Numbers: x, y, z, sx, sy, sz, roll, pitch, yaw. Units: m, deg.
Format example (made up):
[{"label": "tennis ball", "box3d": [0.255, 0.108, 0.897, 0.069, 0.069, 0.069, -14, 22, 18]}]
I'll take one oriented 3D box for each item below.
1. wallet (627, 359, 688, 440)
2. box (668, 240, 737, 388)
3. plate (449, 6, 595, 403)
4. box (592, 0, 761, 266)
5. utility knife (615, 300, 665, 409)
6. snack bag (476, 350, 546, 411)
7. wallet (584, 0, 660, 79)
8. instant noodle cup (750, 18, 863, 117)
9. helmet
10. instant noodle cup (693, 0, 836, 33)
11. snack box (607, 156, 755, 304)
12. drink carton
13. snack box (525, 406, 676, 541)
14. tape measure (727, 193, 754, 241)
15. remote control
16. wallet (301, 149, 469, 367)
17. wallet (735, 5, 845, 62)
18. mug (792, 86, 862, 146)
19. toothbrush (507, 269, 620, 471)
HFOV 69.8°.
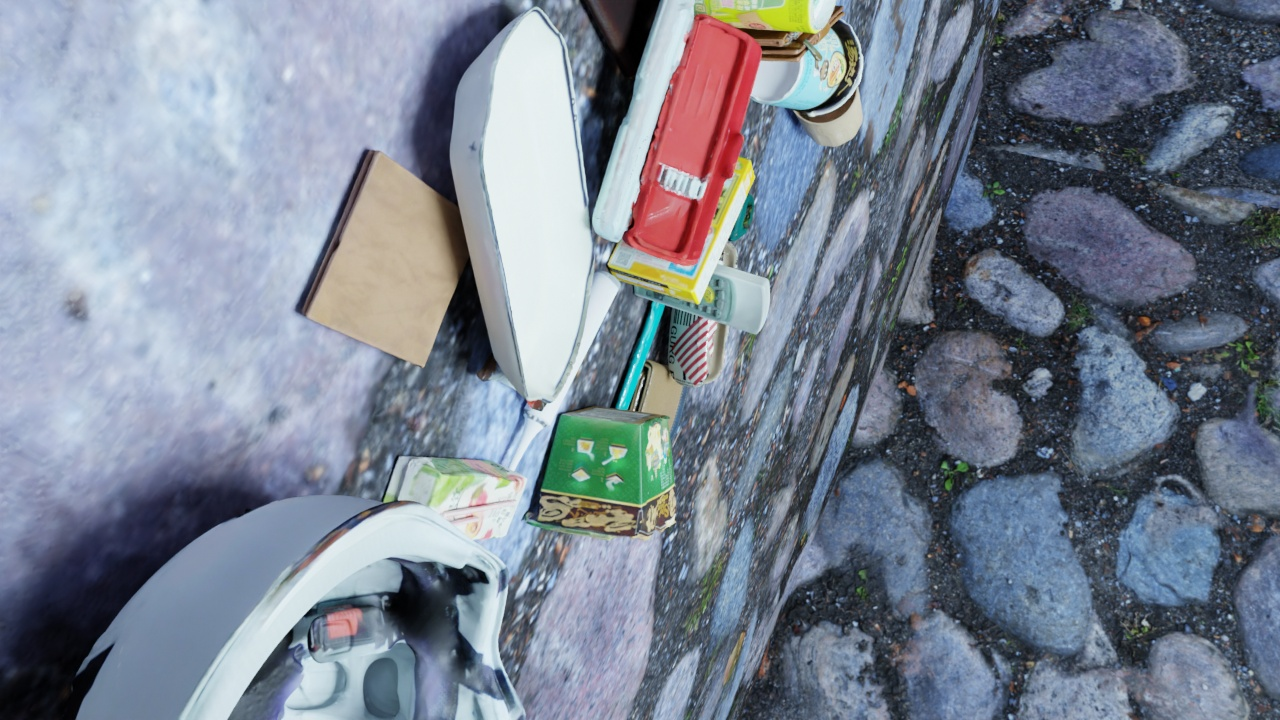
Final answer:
[{"label": "wallet", "box3d": [0.016, 0.046, 1.008, 0.115, 0.033, 0.090, 13, 92, -68]}, {"label": "box", "box3d": [0.075, -0.053, 0.985, 0.086, 0.076, 0.162, 0, 97, -43]}, {"label": "plate", "box3d": [-0.076, -0.092, 0.609, 0.161, 0.034, 0.266, -71, 162, -45]}, {"label": "box", "box3d": [0.024, -0.186, 0.737, 0.157, 0.069, 0.201, 12, 97, -54]}, {"label": "utility knife", "box3d": [-0.006, 0.005, 0.941, 0.029, 0.013, 0.185, 31, 77, -65]}, {"label": "snack bag", "box3d": [-0.094, 0.006, 0.703, 0.045, 0.026, 0.105, -65, 156, -8]}, {"label": "wallet", "box3d": [-0.010, -0.282, 0.677, 0.122, 0.020, 0.096, 48, 59, -66]}, {"label": "instant noodle cup", "box3d": [0.162, -0.312, 0.971, 0.120, 0.111, 0.111, -26, 131, -52]}, {"label": "helmet", "box3d": [-0.181, 0.173, 0.461, 0.228, 0.146, 0.259, -55, 146, -39]}, {"label": "instant noodle cup", "box3d": [0.101, -0.325, 0.768, 0.111, 0.123, 0.112, -51, 152, -42]}, {"label": "snack box", "box3d": [0.038, -0.127, 0.832, 0.140, 0.087, 0.034, -67, 159, -12]}, {"label": "drink carton", "box3d": [-0.132, 0.101, 0.662, 0.053, 0.045, 0.122, -70, 159, 0]}, {"label": "snack box", "box3d": [-0.029, 0.099, 0.850, 0.118, 0.118, 0.105, -6, 101, -70]}, {"label": "tape measure", "box3d": [0.116, -0.170, 1.080, 0.058, 0.025, 0.055, -42, 146, -54]}, {"label": "remote control", "box3d": [0.055, -0.068, 0.858, 0.019, 0.135, 0.056, -48, 150, -43]}, {"label": "wallet", "box3d": [-0.142, -0.056, 0.540, 0.101, 0.020, 0.115, -69, 157, -7]}, {"label": "wallet", "box3d": [0.125, -0.310, 0.851, 0.130, 0.119, 0.035, -50, 145, -42]}, {"label": "mug", "box3d": [0.238, -0.346, 1.177, 0.103, 0.084, 0.124, 14, 68, -71]}, {"label": "toothbrush", "box3d": [-0.075, 0.023, 0.766, 0.220, 0.027, 0.026, -64, 147, -16]}]
